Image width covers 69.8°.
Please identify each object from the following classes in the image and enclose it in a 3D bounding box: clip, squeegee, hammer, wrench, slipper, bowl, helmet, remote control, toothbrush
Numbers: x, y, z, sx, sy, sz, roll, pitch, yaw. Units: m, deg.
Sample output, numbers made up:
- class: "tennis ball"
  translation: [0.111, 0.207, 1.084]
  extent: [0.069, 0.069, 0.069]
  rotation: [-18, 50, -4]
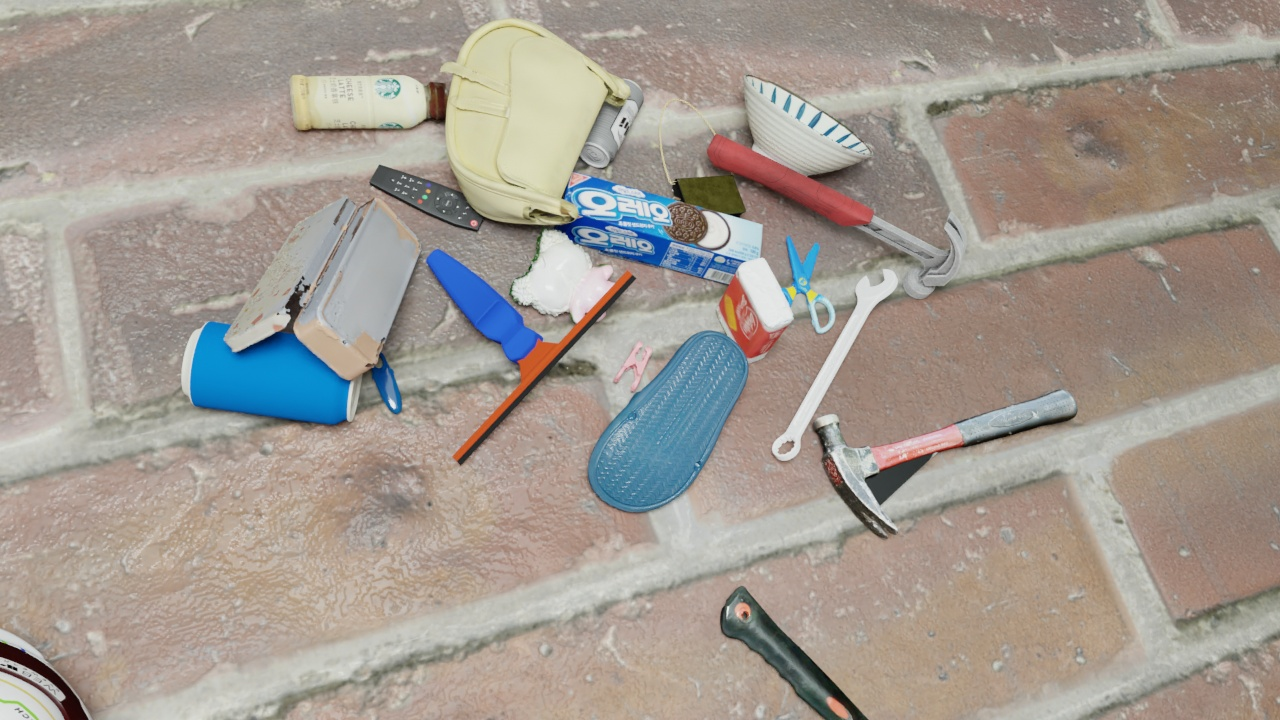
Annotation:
- class: "clip"
  translation: [-0.011, 0.003, 0.969]
  extent: [0.037, 0.022, 0.058]
  rotation: [28, 59, 1]
- class: "squeegee"
  translation: [-0.151, -0.047, 0.928]
  extent: [0.185, 0.055, 0.249]
  rotation: [44, 91, 16]
- class: "hammer"
  translation: [0.204, 0.348, 0.881]
  extent: [0.333, 0.033, 0.132]
  rotation: [43, 67, 6]
- class: "wrench"
  translation: [0.216, -0.001, 1.019]
  extent: [0.009, 0.047, 0.272]
  rotation: [51, 61, -34]
- class: "slipper"
  translation: [0.033, 0.064, 0.936]
  extent: [0.104, 0.059, 0.213]
  rotation: [41, 76, -7]
- class: "bowl"
  translation: [0.180, -0.261, 1.078]
  extent: [0.177, 0.071, 0.177]
  rotation: [25, 26, -14]
- class: "helmet"
  translation: [-0.480, 0.319, 0.602]
  extent: [0.230, 0.237, 0.314]
  rotation: [-21, 75, -23]
- class: "hammer"
  translation: [0.221, -0.177, 1.045]
  extent: [0.315, 0.126, 0.036]
  rotation: [27, 64, 0]
- class: "remote control"
  translation: [-0.228, -0.176, 0.989]
  extent: [0.124, 0.010, 0.039]
  rotation: [22, 65, -5]
- class: "toothbrush"
  translation: [-0.264, -0.007, 0.910]
  extent: [0.021, 0.016, 0.132]
  rotation: [-21, 75, -20]
- class: "hammer"
  translation: [0.355, 0.093, 1.019]
  extent: [0.325, 0.036, 0.140]
  rotation: [-13, 71, -19]

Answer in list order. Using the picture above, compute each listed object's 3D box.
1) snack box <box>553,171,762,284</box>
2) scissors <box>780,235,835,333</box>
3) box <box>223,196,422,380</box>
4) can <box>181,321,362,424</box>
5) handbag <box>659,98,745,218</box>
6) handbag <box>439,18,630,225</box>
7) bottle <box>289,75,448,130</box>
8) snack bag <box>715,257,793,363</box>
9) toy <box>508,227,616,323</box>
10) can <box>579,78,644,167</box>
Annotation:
- class: "snack box"
  translation: [0.021, -0.142, 1.014]
  extent: [0.226, 0.059, 0.059]
  rotation: [14, 62, -8]
- class: "scissors"
  translation: [0.195, -0.087, 1.060]
  extent: [0.105, 0.019, 0.131]
  rotation: [28, 66, -5]
- class: "box"
  translation: [-0.289, -0.068, 0.867]
  extent: [0.105, 0.096, 0.215]
  rotation: [43, 27, -28]
- class: "can"
  translation: [-0.337, 0.013, 0.848]
  extent: [0.146, 0.079, 0.078]
  rotation: [9, 67, -11]
- class: "handbag"
  translation: [0.064, -0.238, 1.086]
  extent: [0.084, 0.028, 0.178]
  rotation: [-8, 66, -19]
- class: "handbag"
  translation: [-0.124, -0.254, 0.977]
  extent: [0.191, 0.089, 0.232]
  rotation: [12, 64, 13]
- class: "bottle"
  translation: [-0.290, -0.278, 0.989]
  extent: [0.162, 0.057, 0.056]
  rotation: [-5, 70, -16]
- class: "snack bag"
  translation: [0.119, -0.051, 0.971]
  extent: [0.036, 0.116, 0.077]
  rotation: [-21, 75, -15]
- class: "toy"
  translation: [-0.075, -0.081, 0.972]
  extent: [0.109, 0.041, 0.095]
  rotation: [27, 78, 4]
- class: "can"
  translation: [-0.034, -0.275, 1.060]
  extent: [0.044, 0.044, 0.106]
  rotation: [26, 65, -3]
